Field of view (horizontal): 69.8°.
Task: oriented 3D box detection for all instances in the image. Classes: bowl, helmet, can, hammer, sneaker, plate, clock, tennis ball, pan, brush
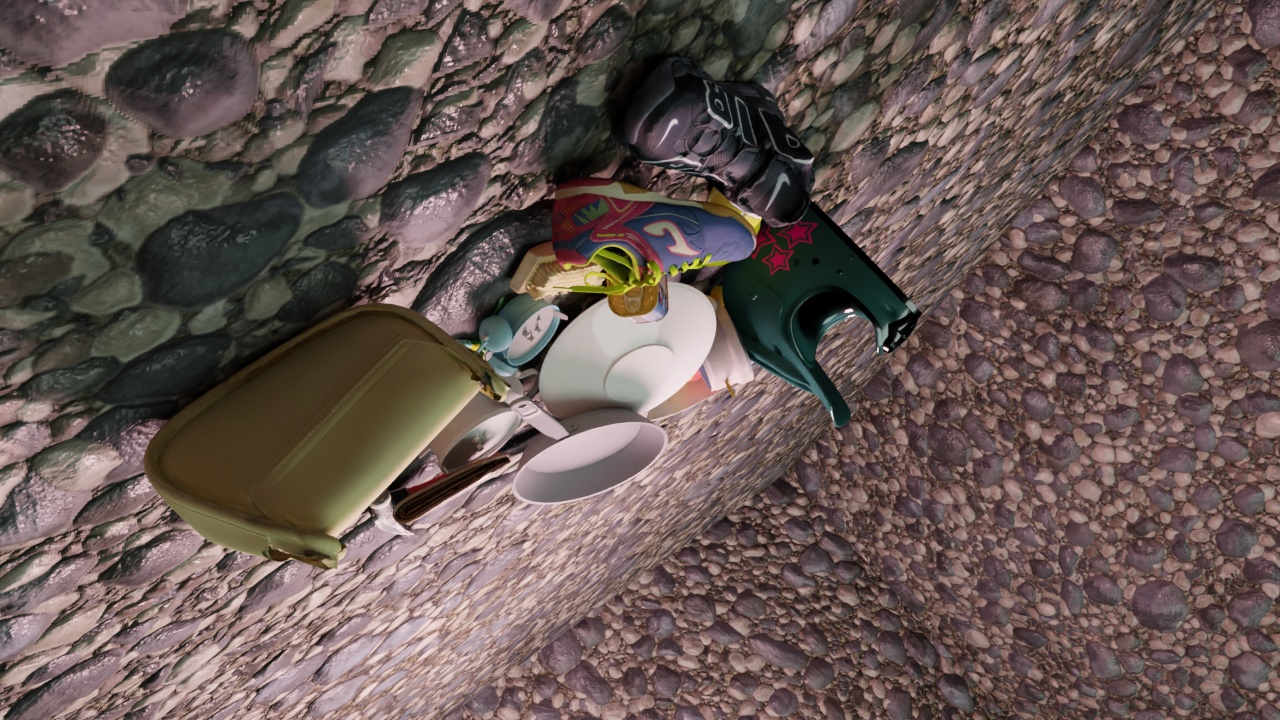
[{"bbox_3d":[0.077,0.029,1.431,0.177,0.058,0.176,-27,-175,2],"label":"bowl"},{"bbox_3d":[0.220,-0.063,1.197,0.200,0.274,0.176,-44,155,12],"label":"helmet"},{"bbox_3d":[-0.002,-0.090,0.958,0.054,0.099,0.059,-5,171,14],"label":"can"},{"bbox_3d":[-0.175,0.118,1.125,0.325,0.036,0.141,-26,159,-18],"label":"hammer"},{"bbox_3d":[0.085,-0.180,0.829,0.097,0.151,0.251,-50,160,28],"label":"sneaker"},{"bbox_3d":[-0.006,0.006,1.073,0.229,0.030,0.230,-19,141,-16],"label":"plate"},{"bbox_3d":[0.091,-0.033,1.200,0.059,0.158,0.117,-25,-174,-2],"label":"clock"},{"bbox_3d":[-0.173,0.064,1.026,0.159,0.061,0.120,-33,161,-21],"label":"clock"},{"bbox_3d":[0.015,-0.104,0.868,0.241,0.091,0.116,6,175,-41],"label":"sneaker"},{"bbox_3d":[-0.128,-0.020,0.915,0.123,0.042,0.087,-43,160,-23],"label":"clock"},{"bbox_3d":[0.109,-0.177,1.033,0.065,0.065,0.065,-37,163,-14],"label":"tennis ball"},{"bbox_3d":[-0.083,0.090,1.060,0.201,0.050,0.357,-25,152,4],"label":"pan"},{"bbox_3d":[-0.073,-0.090,0.899,0.116,0.039,0.049,-16,151,-49],"label":"brush"}]

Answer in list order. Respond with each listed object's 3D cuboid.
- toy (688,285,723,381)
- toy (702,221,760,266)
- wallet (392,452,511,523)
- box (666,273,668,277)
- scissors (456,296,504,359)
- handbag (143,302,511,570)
[{"bbox_3d":[0.122,-0.048,1.340,0.215,0.098,0.148,-27,166,-25],"label":"toy"},{"bbox_3d":[0.108,-0.154,1.135,0.096,0.041,0.094,-47,157,18],"label":"toy"},{"bbox_3d":[-0.204,0.138,1.007,0.121,0.027,0.098,-30,176,4],"label":"wallet"},{"bbox_3d":[-0.019,-0.003,1.184,0.170,0.070,0.244,-35,162,-20],"label":"box"},{"bbox_3d":[-0.162,-0.018,0.933,0.129,0.011,0.126,-26,153,-43],"label":"scissors"},{"bbox_3d":[-0.233,0.056,0.703,0.232,0.191,0.089,-47,150,-25],"label":"handbag"}]
